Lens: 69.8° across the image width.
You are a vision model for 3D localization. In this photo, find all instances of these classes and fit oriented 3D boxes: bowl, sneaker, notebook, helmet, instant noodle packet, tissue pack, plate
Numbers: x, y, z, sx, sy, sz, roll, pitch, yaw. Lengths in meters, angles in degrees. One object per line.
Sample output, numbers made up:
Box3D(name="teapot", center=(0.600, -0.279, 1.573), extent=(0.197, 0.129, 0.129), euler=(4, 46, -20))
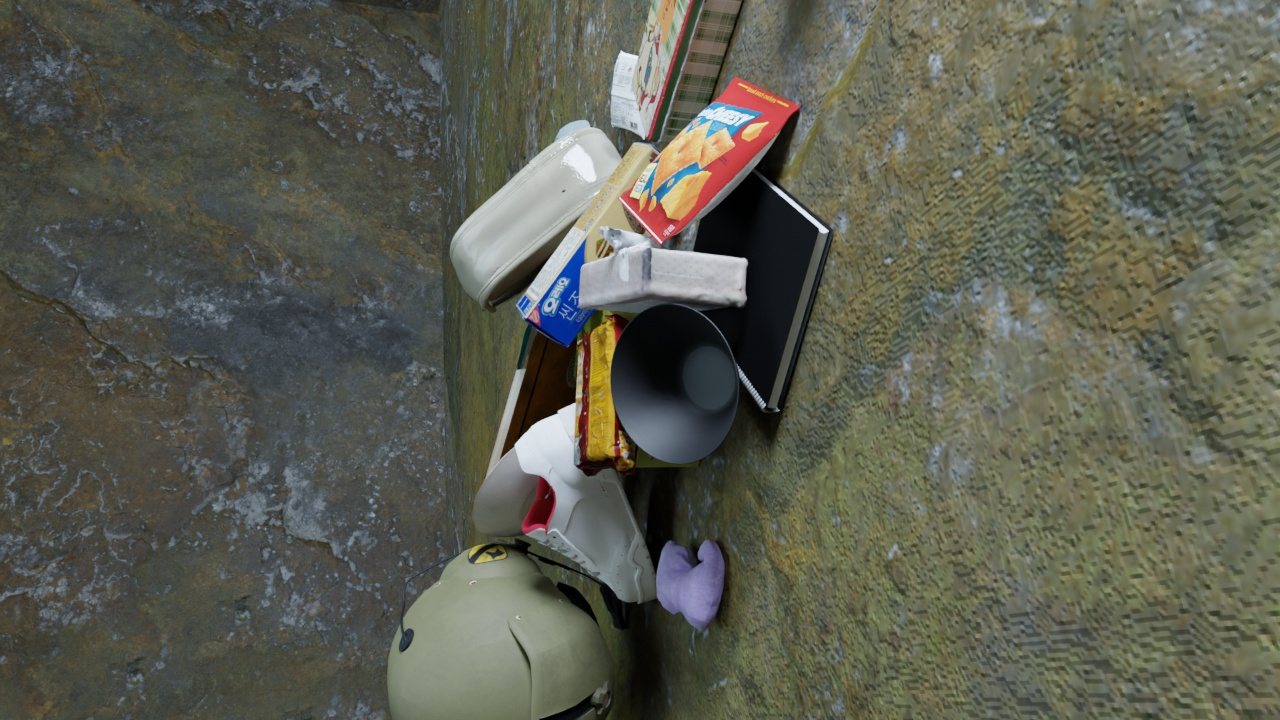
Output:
Box3D(name="bowl", center=(-0.099, -0.282, 1.277), extent=(0.106, 0.039, 0.106), euler=(-179, 91, -72))
Box3D(name="sneaker", center=(-0.061, 0.160, 0.911), extent=(0.090, 0.104, 0.237), euler=(-122, 10, -58))
Box3D(name="notebook", center=(-0.093, 0.012, 1.021), extent=(0.014, 0.178, 0.249), euler=(25, 107, 25))
Box3D(name="bowl", center=(0.040, 0.016, 0.724), extent=(0.124, 0.052, 0.124), euler=(5, 98, 39))
Box3D(name="helmet", center=(-0.137, 0.328, 0.974), extent=(0.233, 0.255, 0.250), euler=(-148, 59, -73))
Box3D(name="instant noodle packet", center=(-0.010, -0.299, 1.027), extent=(0.134, 0.026, 0.087), euler=(-131, 45, -64))
Box3D(name="tissue pack", center=(0.010, -0.074, 0.780), extent=(0.181, 0.103, 0.071), euler=(-168, 84, -72))
Box3D(name="instant noodle packet", center=(-0.030, 0.034, 0.796), extent=(0.099, 0.039, 0.135), euler=(148, 124, -69))
Box3D(name="plate", center=(-0.091, 0.131, 0.977), extent=(0.027, 0.188, 0.189), euler=(48, 140, 29))
Box3D(name="notebook", center=(0.085, -0.073, 0.741), extent=(0.206, 0.016, 0.149), euler=(-118, 35, -57))

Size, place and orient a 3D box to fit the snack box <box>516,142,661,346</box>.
Box3D(name="snack box", center=(-0.038, -0.113, 0.898), extent=(0.207, 0.057, 0.056), euler=(-54, 23, 4))

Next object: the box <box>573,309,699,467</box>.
Box3D(name="box", center=(-0.006, 0.005, 0.909), extent=(0.221, 0.082, 0.124), euler=(-125, 41, -59))

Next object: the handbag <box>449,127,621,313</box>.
Box3D(name="handbag", center=(-0.098, -0.131, 1.041), extent=(0.132, 0.229, 0.184), euler=(56, 175, 11))

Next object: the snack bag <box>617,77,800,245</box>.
Box3D(name="snack bag", center=(0.050, -0.162, 0.738), extent=(0.144, 0.039, 0.130), euler=(-44, 30, 7))

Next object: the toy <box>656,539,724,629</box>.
Box3D(name="toy", center=(0.045, 0.193, 0.816), extent=(0.100, 0.036, 0.080), euler=(-168, 90, -67))

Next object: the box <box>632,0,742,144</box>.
Box3D(name="box", center=(0.042, -0.309, 0.836), extent=(0.206, 0.050, 0.117), euler=(111, 153, -44))
